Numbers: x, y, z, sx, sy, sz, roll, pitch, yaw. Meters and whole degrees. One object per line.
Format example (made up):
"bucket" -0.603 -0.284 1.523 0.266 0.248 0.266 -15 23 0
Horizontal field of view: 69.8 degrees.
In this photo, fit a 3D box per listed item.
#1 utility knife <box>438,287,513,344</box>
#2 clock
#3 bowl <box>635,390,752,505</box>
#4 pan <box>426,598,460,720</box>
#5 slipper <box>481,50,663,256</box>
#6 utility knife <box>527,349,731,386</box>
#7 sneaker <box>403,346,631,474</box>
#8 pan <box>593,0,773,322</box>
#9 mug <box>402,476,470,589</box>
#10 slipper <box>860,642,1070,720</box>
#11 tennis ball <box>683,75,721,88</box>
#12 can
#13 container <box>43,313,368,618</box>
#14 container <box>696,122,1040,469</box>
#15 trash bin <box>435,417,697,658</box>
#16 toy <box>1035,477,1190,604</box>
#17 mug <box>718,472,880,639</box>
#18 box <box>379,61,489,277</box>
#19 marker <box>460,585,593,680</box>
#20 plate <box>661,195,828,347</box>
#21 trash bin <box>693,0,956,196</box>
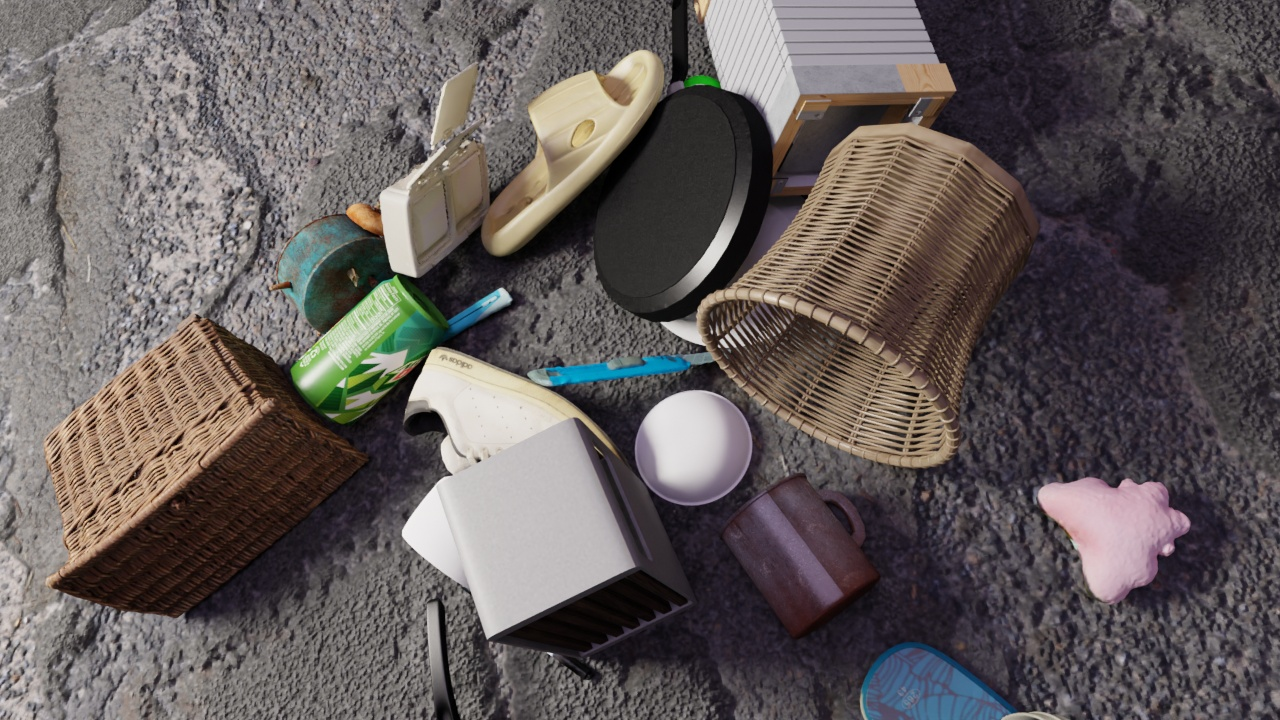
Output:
"utility knife" -0.184 -0.039 0.949 0.118 0.015 0.022 -31 59 4
"clock" -0.288 -0.096 0.942 0.157 0.121 0.073 -44 61 -11
"bowl" 0.044 0.073 0.832 0.110 0.040 0.109 -5 69 13
"pan" -0.142 0.377 0.750 0.209 0.067 0.355 -15 66 9
"slipper" -0.085 -0.213 0.911 0.262 0.079 0.111 -45 39 17
"utility knife" -0.005 0.005 0.842 0.195 0.015 0.031 -6 35 -18
"sneaker" -0.126 0.072 0.849 0.242 0.089 0.102 24 68 26
"pan" 0.030 -0.210 0.879 0.226 0.034 0.355 -21 62 46
"mug" -0.150 0.161 0.827 0.115 0.094 0.068 40 80 -14
"slipper" 0.294 0.317 0.666 0.295 0.060 0.118 33 84 23
"tennis ball" 0.061 -0.258 0.941 0.065 0.065 0.065 -5 68 13
"can" -0.268 -0.011 0.915 0.144 0.083 0.083 -43 65 2
"container" -0.437 0.092 0.889 0.250 0.162 0.183 -40 62 -4
"container" 0.192 -0.056 0.753 0.227 0.227 0.195 27 71 22
"trash bin" -0.048 0.150 0.723 0.114 0.229 0.114 -27 65 3
"toy" 0.373 0.129 0.720 0.093 0.050 0.102 -27 62 7
"mug" 0.143 0.155 0.759 0.122 0.096 0.110 -22 67 -29
"box" -0.190 -0.180 0.897 0.066 0.186 0.145 32 47 3
"marker" -0.103 0.241 0.823 0.152 0.011 0.011 29 79 23
"plate" 0.088 -0.103 0.901 0.189 0.016 0.188 -5 69 13
"trash bin" 0.160 -0.299 0.862 0.142 0.143 0.246 -5 66 -14
